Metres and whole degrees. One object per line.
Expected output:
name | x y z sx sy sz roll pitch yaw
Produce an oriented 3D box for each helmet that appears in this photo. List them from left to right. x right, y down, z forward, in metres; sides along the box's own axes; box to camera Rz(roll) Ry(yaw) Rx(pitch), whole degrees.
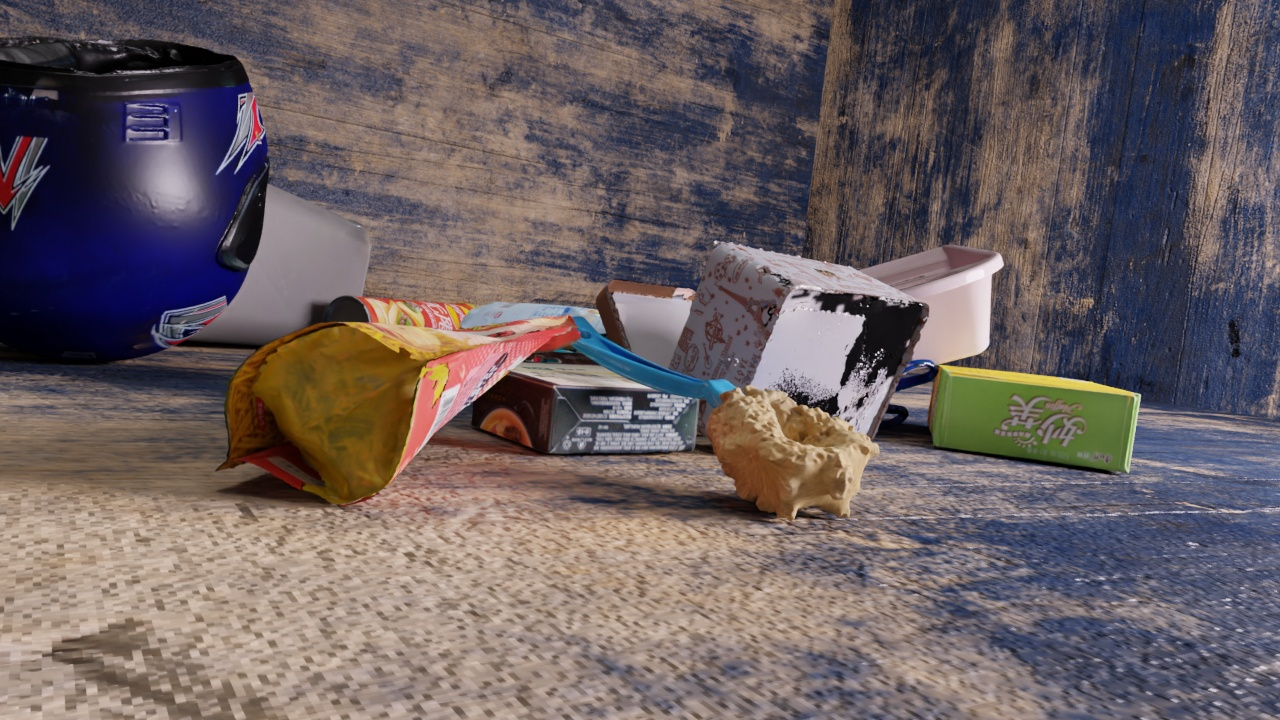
helmet | -0.428 -0.129 0.742 0.247 0.241 0.315 5 21 -8

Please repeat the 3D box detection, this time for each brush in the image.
brush | 0.027 0.020 0.520 0.083 0.046 0.255 -9 24 -37

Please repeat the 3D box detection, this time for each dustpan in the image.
dustpan | 0.240 -0.083 0.917 0.222 0.139 0.273 -17 35 4

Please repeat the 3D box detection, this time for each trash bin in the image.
trash bin | -0.438 -0.105 1.004 0.199 0.199 0.219 9 -2 35

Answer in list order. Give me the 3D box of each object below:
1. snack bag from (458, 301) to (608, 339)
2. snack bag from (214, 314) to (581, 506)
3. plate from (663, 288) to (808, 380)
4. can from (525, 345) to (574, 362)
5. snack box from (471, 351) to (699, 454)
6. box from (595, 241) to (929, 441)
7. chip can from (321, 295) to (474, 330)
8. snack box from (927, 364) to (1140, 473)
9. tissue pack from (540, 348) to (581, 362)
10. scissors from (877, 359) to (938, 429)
snack bag | -0.062 -0.032 0.853 0.191 0.039 0.110 3 4 18
snack bag | -0.109 0.014 0.458 0.129 0.073 0.207 -28 0 10
plate | 0.108 -0.013 0.954 0.229 0.028 0.229 23 22 -10
can | -0.110 -0.013 0.970 0.067 0.066 0.093 9 11 30
snack box | -0.043 0.025 0.608 0.113 0.053 0.126 4 4 -36
box | 0.080 -0.019 0.711 0.182 0.155 0.187 4 26 -42
chip can | -0.269 -0.038 1.071 0.073 0.073 0.216 8 3 25
snack box | 0.356 0.048 0.863 0.158 0.070 0.209 7 4 16
tissue pack | -0.013 0.018 0.811 0.134 0.050 0.093 8 4 31
scissors | 0.196 0.032 0.831 0.165 0.157 0.012 29 30 -46
